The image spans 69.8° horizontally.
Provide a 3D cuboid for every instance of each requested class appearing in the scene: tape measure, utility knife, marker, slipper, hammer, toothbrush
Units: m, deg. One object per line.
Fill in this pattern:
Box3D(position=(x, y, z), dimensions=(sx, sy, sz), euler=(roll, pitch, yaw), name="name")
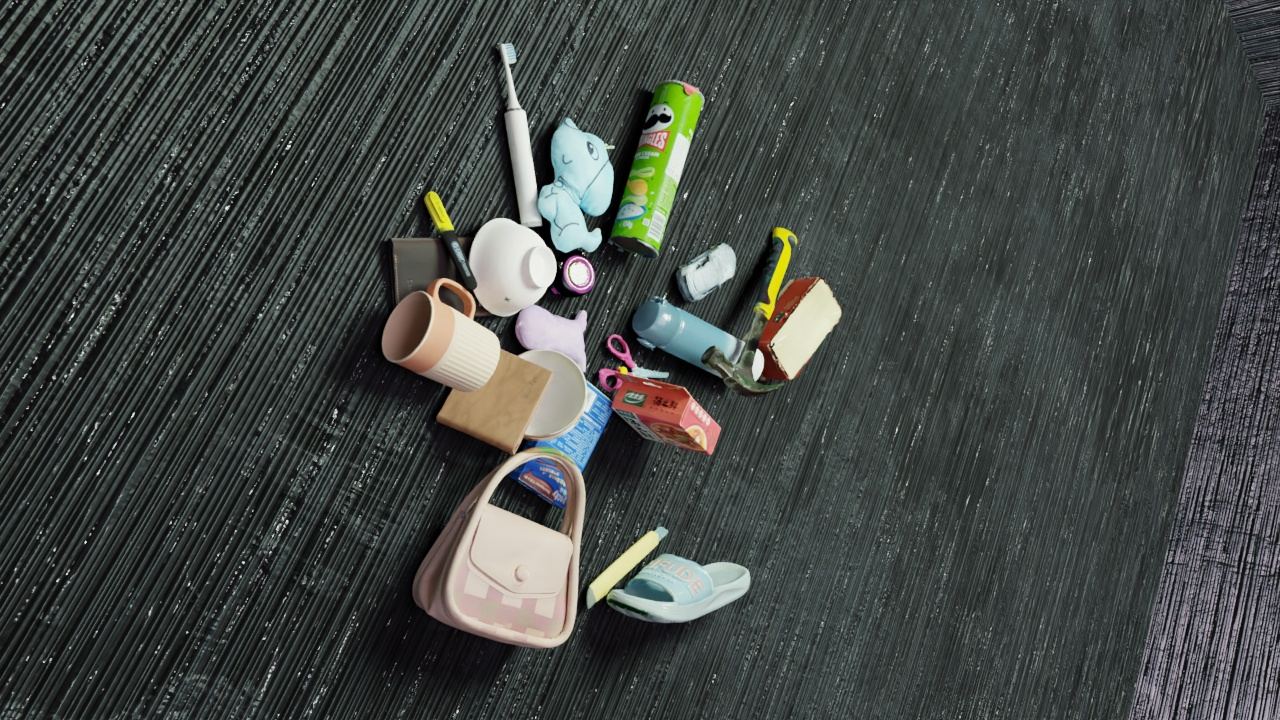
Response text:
Box3D(position=(-0.089, -0.109, 1.172), dimensions=(0.056, 0.039, 0.058), euler=(-34, 107, -37), name="tape measure")
Box3D(position=(-0.017, 0.278, 1.261), dimensions=(0.172, 0.019, 0.031), euler=(-33, 116, -34), name="utility knife")
Box3D(position=(-0.217, -0.137, 1.052), dimensions=(0.018, 0.015, 0.124), euler=(-23, 86, -38), name="marker")
Box3D(position=(0.063, 0.308, 1.277), dimensions=(0.244, 0.104, 0.074), euler=(-3, 96, -45), name="slipper")
Box3D(position=(0.182, -0.077, 1.347), dimensions=(0.126, 0.032, 0.322), euler=(39, 49, -19), name="hammer")
Box3D(position=(-0.149, -0.274, 1.122), dimensions=(0.026, 0.027, 0.221), euler=(-11, 99, -18), name="toothbrush")

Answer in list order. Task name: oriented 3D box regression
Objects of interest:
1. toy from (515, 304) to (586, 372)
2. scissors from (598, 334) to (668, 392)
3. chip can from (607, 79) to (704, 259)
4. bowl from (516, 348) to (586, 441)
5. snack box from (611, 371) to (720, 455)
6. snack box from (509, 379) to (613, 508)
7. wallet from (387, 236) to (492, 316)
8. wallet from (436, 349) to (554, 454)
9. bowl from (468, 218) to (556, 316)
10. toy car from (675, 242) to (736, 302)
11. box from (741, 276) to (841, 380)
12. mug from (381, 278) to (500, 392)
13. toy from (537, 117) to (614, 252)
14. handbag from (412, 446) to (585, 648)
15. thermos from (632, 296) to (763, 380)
Box3D(position=(-0.110, -0.036, 1.157), dimensions=(0.108, 0.039, 0.083), euler=(14, 67, -35), name="toy")
Box3D(position=(-0.006, 0.007, 1.264), dimensions=(0.137, 0.017, 0.096), euler=(4, 82, -45), name="scissors")
Box3D(position=(0.022, -0.257, 1.237), dimensions=(0.072, 0.072, 0.235), euler=(25, 76, -38), name="chip can")
Box3D(position=(-0.120, 0.048, 1.124), dimensions=(0.062, 0.113, 0.113), euler=(86, 28, -69), name="bowl")
Box3D(position=(0.029, 0.071, 1.209), dimensions=(0.127, 0.113, 0.044), euler=(46, 62, -50), name="snack box")
Box3D(position=(-0.098, 0.101, 1.178), dimensions=(0.084, 0.026, 0.157), euler=(41, 66, -35), name="snack box")
Box3D(position=(-0.231, -0.095, 1.065), dimensions=(0.122, 0.020, 0.096), euler=(-8, 97, -38), name="wallet")
Box3D(position=(-0.170, 0.042, 1.083), dimensions=(0.101, 0.020, 0.115), euler=(22, 69, 5), name="wallet")
Box3D(position=(-0.140, -0.112, 1.092), dimensions=(0.118, 0.065, 0.118), euler=(-4, 95, -56), name="bowl")
Box3D(position=(0.099, -0.129, 1.333), dimensions=(0.120, 0.037, 0.054), euler=(-37, 114, -37), name="toy car")
Box3D(position=(0.243, -0.048, 1.428), dimensions=(0.168, 0.079, 0.091), euler=(-49, 119, -27), name="box")
Box3D(position=(-0.219, -0.032, 1.033), dimensions=(0.106, 0.082, 0.114), euler=(32, 60, -45), name="mug")
Box3D(position=(-0.078, -0.223, 1.165), dimensions=(0.155, 0.050, 0.161), euler=(-42, 114, -40), name="toy")
Box3D(position=(-0.145, 0.216, 1.099), dimensions=(0.193, 0.093, 0.234), euler=(31, 73, -38), name="handbag")
Box3D(position=(0.082, -0.024, 1.304), dimensions=(0.220, 0.070, 0.070), euler=(24, 76, -38), name="thermos")
